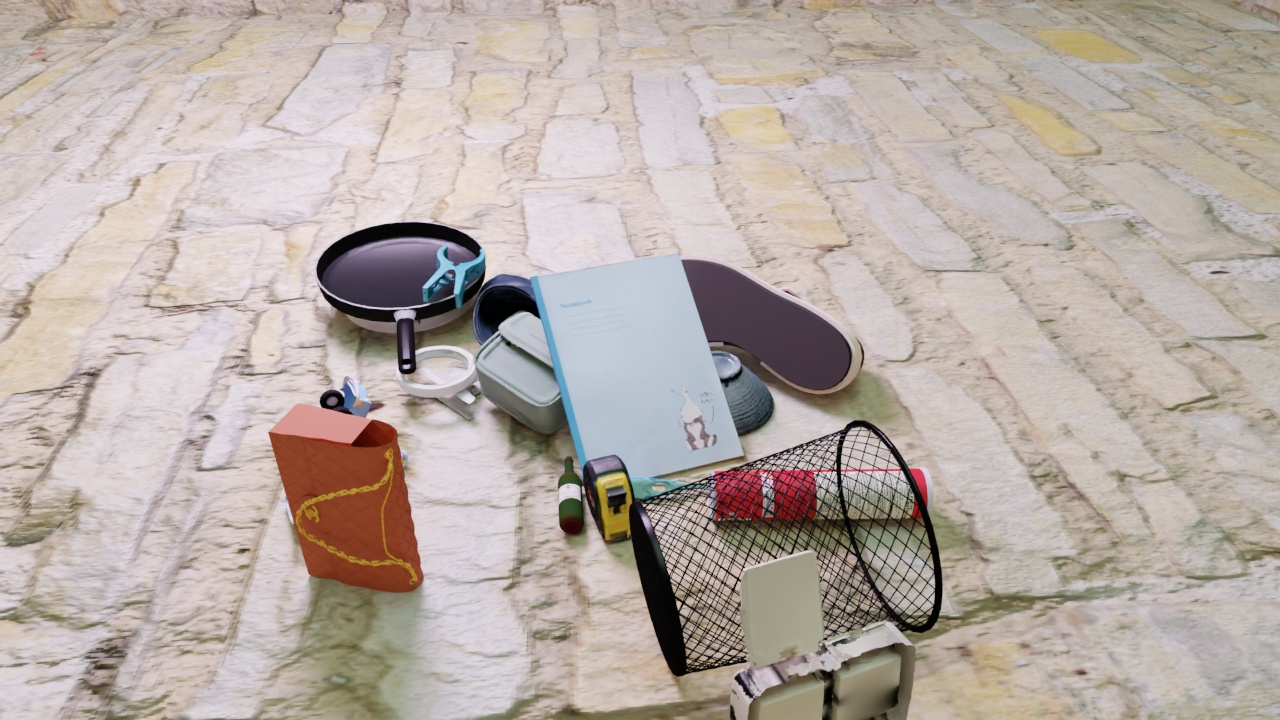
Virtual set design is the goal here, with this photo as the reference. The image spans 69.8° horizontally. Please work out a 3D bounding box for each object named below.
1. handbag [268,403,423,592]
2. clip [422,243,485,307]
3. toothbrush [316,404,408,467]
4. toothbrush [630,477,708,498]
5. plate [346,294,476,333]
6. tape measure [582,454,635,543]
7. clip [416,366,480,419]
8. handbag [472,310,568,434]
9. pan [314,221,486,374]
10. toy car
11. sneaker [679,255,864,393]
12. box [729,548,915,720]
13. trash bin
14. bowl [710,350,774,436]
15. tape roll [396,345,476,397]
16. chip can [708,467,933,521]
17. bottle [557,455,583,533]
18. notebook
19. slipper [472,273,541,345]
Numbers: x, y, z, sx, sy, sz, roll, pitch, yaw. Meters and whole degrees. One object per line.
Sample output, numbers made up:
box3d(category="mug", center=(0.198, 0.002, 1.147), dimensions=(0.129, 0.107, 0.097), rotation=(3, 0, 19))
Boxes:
box3d(category="handbag", center=(-0.256, 0.131, 0.813), dimensions=(0.109, 0.172, 0.060), rotation=(9, 35, 13))
box3d(category="clip", center=(-0.259, -0.117, 1.192), dimensions=(0.120, 0.030, 0.129), rotation=(21, 38, 13))
box3d(category="toothbrush", center=(-0.315, 0.083, 1.025), dimensions=(0.155, 0.016, 0.022), rotation=(24, 81, 31))
box3d(category="toothbrush", center=(0.027, 0.131, 0.950), dimensions=(0.135, 0.022, 0.017), rotation=(-1, -1, -3))
box3d(category="plate", center=(-0.322, -0.100, 1.278), dimensions=(0.182, 0.034, 0.182), rotation=(0, 34, 0))
box3d(category="tape measure", center=(-0.031, 0.131, 0.906), dimensions=(0.042, 0.072, 0.071), rotation=(-11, 33, -11))
box3d(category="clip", center=(-0.216, 0.023, 1.089), dimensions=(0.102, 0.052, 0.059), rotation=(28, 56, 34))
box3d(category="handbag", center=(-0.120, 0.009, 1.048), dimensions=(0.122, 0.067, 0.106), rotation=(31, 63, 22))
box3d(category="pan", center=(-0.307, -0.083, 1.192), dimensions=(0.225, 0.034, 0.355), rotation=(-6, 38, -12))
box3d(category="toy car", center=(-0.308, 0.091, 0.916), dimensions=(0.054, 0.153, 0.056), rotation=(24, 9, -35))
box3d(category="sneaker", center=(0.152, -0.053, 1.157), dimensions=(0.294, 0.112, 0.116), rotation=(24, 13, 27))
box3d(category="box", center=(0.134, 0.217, 0.680), dimensions=(0.143, 0.184, 0.044), rotation=(-10, 28, -19))
box3d(category="trash bin", center=(0.110, 0.164, 0.771), dimensions=(0.210, 0.184, 0.184), rotation=(-13, 36, -9))
box3d(category="bowl", center=(0.089, 0.026, 1.070), dimensions=(0.137, 0.057, 0.136), rotation=(0, 34, 0))
box3d(category="tape roll", center=(-0.241, 0.012, 1.084), dimensions=(0.093, 0.013, 0.092), rotation=(0, 34, 0))
box3d(category="chip can", center=(0.177, 0.134, 0.917), dimensions=(0.215, 0.052, 0.051), rotation=(-1, 34, 0))
box3d(category="bottle", center=(-0.072, 0.133, 0.941), dimensions=(0.025, 0.025, 0.106), rotation=(-3, 34, -4))
box3d(category="notebook", center=(-0.006, 0.006, 1.013), dimensions=(0.181, 0.009, 0.253), rotation=(-12, 73, -16))
box3d(category="slipper", center=(-0.162, -0.064, 1.181), dimensions=(0.109, 0.084, 0.265), rotation=(-7, 33, -6))
